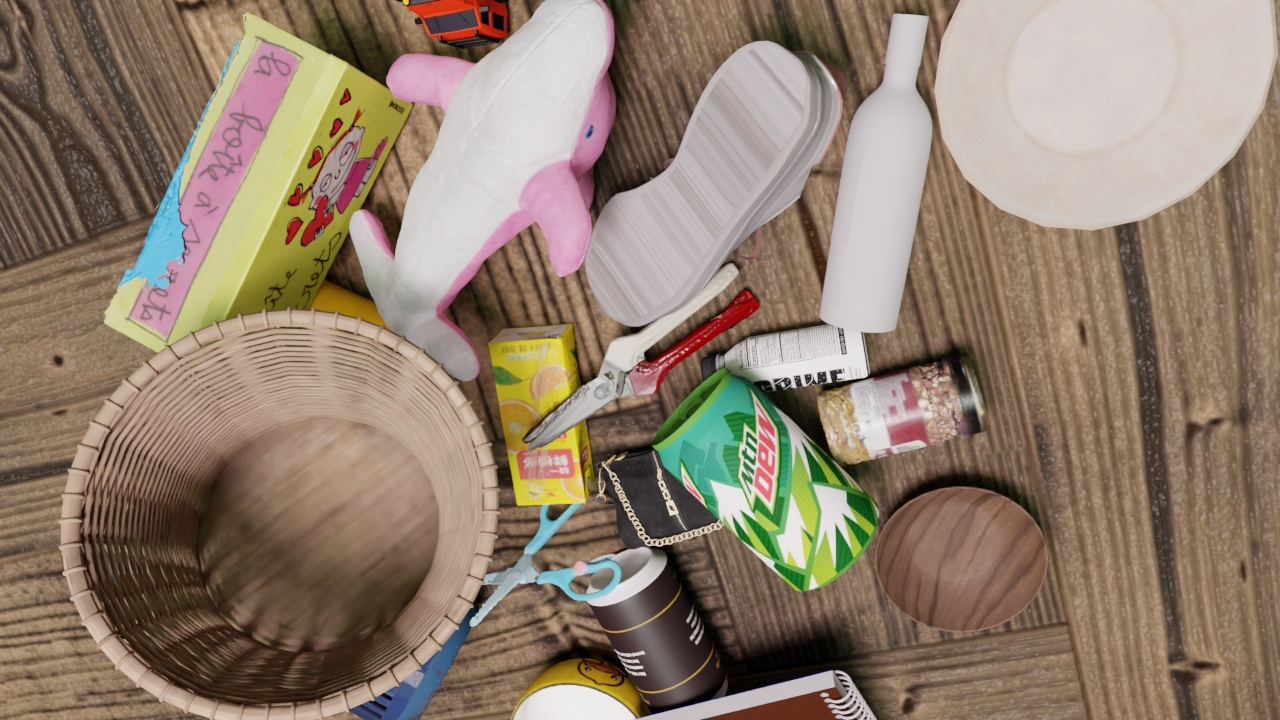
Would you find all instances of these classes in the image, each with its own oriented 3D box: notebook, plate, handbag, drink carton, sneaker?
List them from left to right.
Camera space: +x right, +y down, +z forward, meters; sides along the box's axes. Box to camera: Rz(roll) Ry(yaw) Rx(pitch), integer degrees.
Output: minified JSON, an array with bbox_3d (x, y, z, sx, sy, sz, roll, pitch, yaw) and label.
[{"bbox_3d":[-0.073,0.043,0.697,0.058,0.042,0.135,-3,108,11],"label":"drink carton"},{"bbox_3d":[0.026,0.093,0.697,0.129,0.054,0.079,-22,92,20],"label":"handbag"},{"bbox_3d":[0.053,-0.107,0.603,0.237,0.089,0.099,-45,69,43],"label":"sneaker"},{"bbox_3d":[0.116,0.323,0.729,0.172,0.022,0.209,-21,126,17],"label":"notebook"},{"bbox_3d":[0.278,-0.176,0.561,0.189,0.027,0.189,3,109,10],"label":"plate"}]

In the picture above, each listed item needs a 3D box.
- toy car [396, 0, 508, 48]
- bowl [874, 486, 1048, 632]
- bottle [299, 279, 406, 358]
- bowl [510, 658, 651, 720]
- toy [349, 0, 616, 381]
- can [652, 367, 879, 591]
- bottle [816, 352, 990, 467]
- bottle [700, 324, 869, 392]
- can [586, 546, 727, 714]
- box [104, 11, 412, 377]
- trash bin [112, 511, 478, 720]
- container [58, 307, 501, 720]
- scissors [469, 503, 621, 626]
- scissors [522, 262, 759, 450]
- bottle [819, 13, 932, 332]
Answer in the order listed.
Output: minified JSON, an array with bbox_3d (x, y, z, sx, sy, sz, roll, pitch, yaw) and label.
[{"bbox_3d":[-0.118,-0.228,0.581,0.051,0.100,0.049,-4,102,15],"label":"toy car"},{"bbox_3d":[0.233,0.140,0.676,0.119,0.032,0.119,3,109,10],"label":"bowl"},{"bbox_3d":[-0.230,-0.033,0.701,0.143,0.043,0.043,24,111,2],"label":"bottle"},{"bbox_3d":[-0.044,0.297,0.765,0.117,0.067,0.117,3,109,10],"label":"bowl"},{"bbox_3d":[-0.084,-0.117,0.609,0.186,0.127,0.266,50,117,18],"label":"toy"},{"bbox_3d":[0.084,0.080,0.623,0.144,0.083,0.083,44,111,-5],"label":"can"},{"bbox_3d":[0.181,0.035,0.638,0.105,0.056,0.056,-17,105,16],"label":"bottle"},{"bbox_3d":[0.101,0.000,0.649,0.116,0.041,0.041,-9,107,14],"label":"bottle"},{"bbox_3d":[0.014,0.216,0.724,0.072,0.071,0.128,-23,103,17],"label":"can"},{"bbox_3d":[-0.250,-0.101,0.614,0.079,0.124,0.221,27,94,3],"label":"box"},{"bbox_3d":[-0.263,0.185,0.734,0.249,0.139,0.139,30,111,-2],"label":"trash bin"},{"bbox_3d":[-0.211,0.104,0.591,0.226,0.196,0.226,3,74,-12],"label":"container"},{"bbox_3d":[-0.082,0.148,0.714,0.139,0.117,0.015,-8,147,10],"label":"scissors"},{"bbox_3d":[0.002,0.007,0.660,0.140,0.015,0.189,21,100,-7],"label":"scissors"},{"bbox_3d":[0.156,-0.118,0.591,0.052,0.052,0.195,8,110,8],"label":"bottle"}]
